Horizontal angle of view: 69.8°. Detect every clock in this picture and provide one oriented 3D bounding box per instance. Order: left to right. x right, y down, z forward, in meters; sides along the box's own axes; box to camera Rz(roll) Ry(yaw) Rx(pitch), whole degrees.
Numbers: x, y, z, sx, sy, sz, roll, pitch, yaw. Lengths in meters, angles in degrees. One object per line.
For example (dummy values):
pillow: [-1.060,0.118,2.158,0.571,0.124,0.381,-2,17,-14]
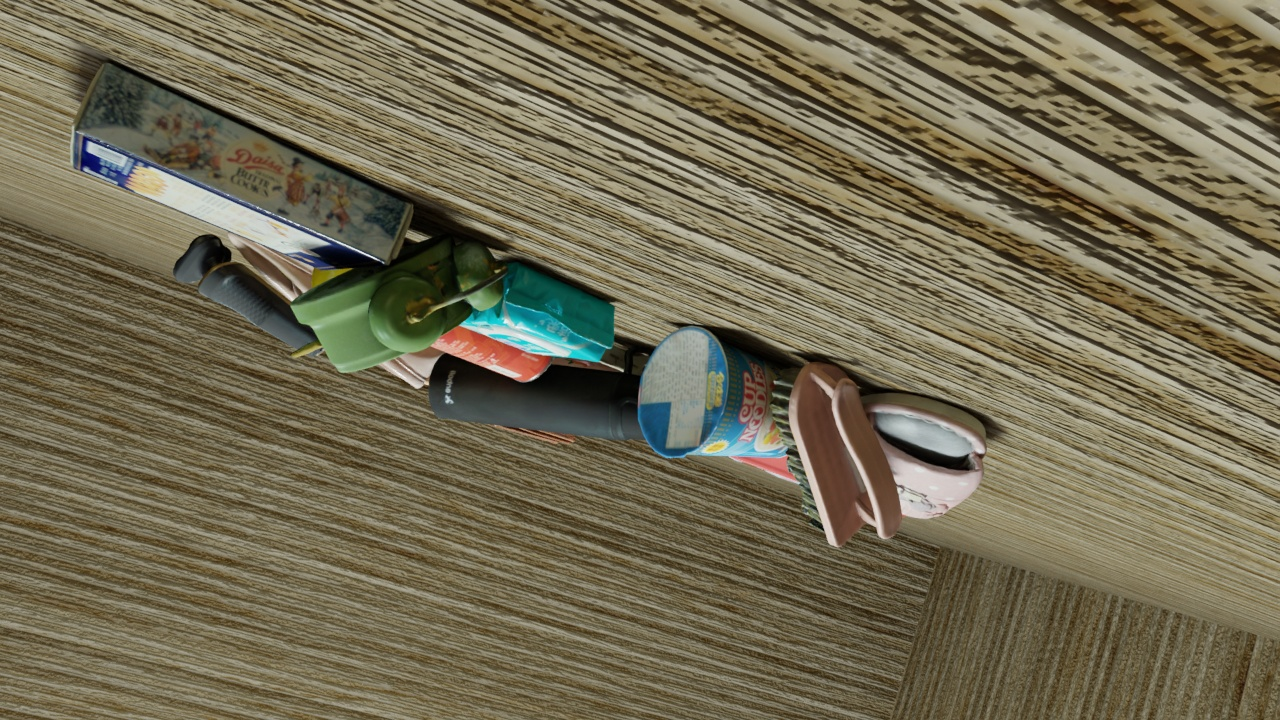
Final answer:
clock: [-0.158,-0.041,0.618,0.162,0.056,0.115,-10,-159,36]

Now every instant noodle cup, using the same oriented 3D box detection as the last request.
instant noodle cup: [0.070,0.032,0.699,0.109,0.099,0.099,13,178,-37]

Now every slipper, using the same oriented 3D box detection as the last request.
slipper: [0.205,0.094,0.760,0.114,0.054,0.275,20,161,7]

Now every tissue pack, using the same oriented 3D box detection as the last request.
tissue pack: [-0.083,-0.036,0.709,0.093,0.050,0.134,23,171,-27]

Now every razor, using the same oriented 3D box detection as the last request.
razor: [-0.394,-0.063,0.950,0.167,0.062,0.067,39,-164,-18]

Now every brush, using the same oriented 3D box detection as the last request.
brush: [0.143,0.064,0.658,0.073,0.063,0.146,21,140,52]

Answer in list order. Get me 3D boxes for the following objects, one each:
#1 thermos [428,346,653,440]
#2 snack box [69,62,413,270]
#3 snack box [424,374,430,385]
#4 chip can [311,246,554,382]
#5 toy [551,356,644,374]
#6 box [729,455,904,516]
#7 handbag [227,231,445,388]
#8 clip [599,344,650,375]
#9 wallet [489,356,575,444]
thermos: [-0.081,0.026,0.891,0.243,0.090,0.068,5,169,18]
snack box: [-0.265,-0.114,0.598,0.182,0.045,0.178,23,171,-32]
snack box: [-0.226,-0.009,1.116,0.094,0.092,0.077,12,171,40]
chip can: [-0.167,-0.043,0.785,0.073,0.073,0.216,12,170,44]
toy: [-0.028,0.029,0.977,0.159,0.054,0.121,26,-159,14]
box: [0.195,0.084,0.956,0.201,0.100,0.095,19,133,6]
handbag: [-0.316,-0.073,0.941,0.234,0.093,0.193,35,170,-33]
clip: [-0.002,0.006,0.901,0.104,0.035,0.087,30,173,-22]
wallet: [-0.116,0.026,1.008,0.119,0.130,0.035,18,138,-29]
